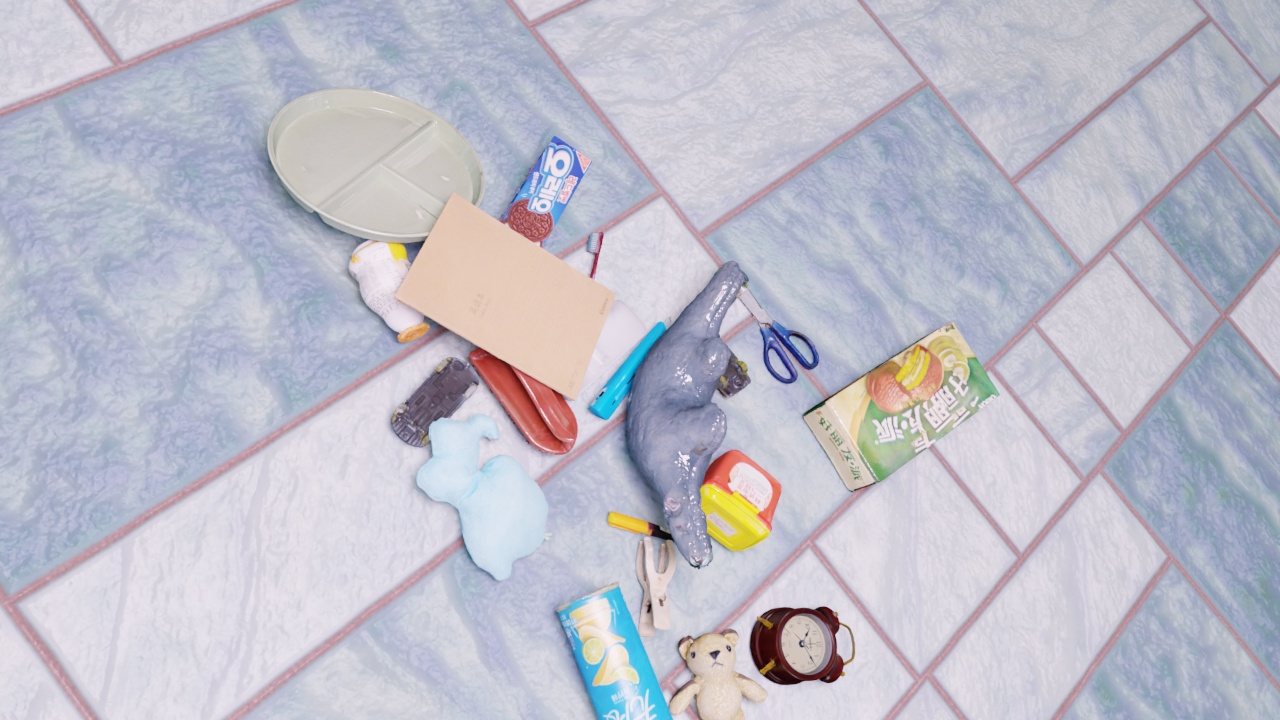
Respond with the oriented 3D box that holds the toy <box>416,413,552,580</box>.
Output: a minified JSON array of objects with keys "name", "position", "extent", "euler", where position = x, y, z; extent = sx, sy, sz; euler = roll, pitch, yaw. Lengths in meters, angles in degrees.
[{"name":"toy","position":[-0.153,0.137,0.932],"extent":[0.156,0.050,0.161],"euler":[20,63,-22]}]

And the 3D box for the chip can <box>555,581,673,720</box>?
[{"name":"chip can","position":[-0.013,0.329,0.902],"extent":[0.071,0.071,0.210],"euler":[-17,77,-25]}]

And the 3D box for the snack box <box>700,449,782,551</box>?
[{"name":"snack box","position":[0.105,0.151,1.010],"extent":[0.091,0.082,0.079],"euler":[39,52,-4]}]

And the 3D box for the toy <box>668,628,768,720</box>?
[{"name":"toy","position":[0.083,0.355,0.932],"extent":[0.105,0.066,0.157],"euler":[-9,66,-6]}]

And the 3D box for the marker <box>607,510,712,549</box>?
[{"name":"marker","position":[0.022,0.188,0.999],"extent":[0.123,0.018,0.015],"euler":[20,104,-14]}]

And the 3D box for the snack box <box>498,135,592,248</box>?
[{"name":"snack box","position":[-0.127,-0.162,1.050],"extent":[0.058,0.057,0.207],"euler":[31,63,-11]}]

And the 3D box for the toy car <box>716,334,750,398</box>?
[{"name":"toy car","position":[0.089,0.002,1.082],"extent":[0.042,0.035,0.090],"euler":[-33,79,-29]}]

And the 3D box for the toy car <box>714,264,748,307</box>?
[{"name":"toy car","position":[0.093,-0.077,1.114],"extent":[0.043,0.034,0.090],"euler":[39,77,-3]}]

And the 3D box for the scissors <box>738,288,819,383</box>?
[{"name":"scissors","position":[0.162,-0.053,1.144],"extent":[0.126,0.012,0.173],"euler":[-3,71,-20]}]

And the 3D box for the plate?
[{"name":"plate","position":[-0.282,-0.211,0.994],"extent":[0.230,0.028,0.229],"euler":[15,47,-17]}]

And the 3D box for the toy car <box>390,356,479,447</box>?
[{"name":"toy car","position":[-0.213,0.043,0.956],"extent":[0.049,0.031,0.105],"euler":[42,66,-6]}]

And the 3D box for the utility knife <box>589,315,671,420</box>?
[{"name":"utility knife","position":[-0.006,0.006,1.049],"extent":[0.018,0.034,0.160],"euler":[17,55,33]}]

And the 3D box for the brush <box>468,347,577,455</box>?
[{"name":"brush","position":[-0.117,0.037,0.973],"extent":[0.063,0.069,0.146],"euler":[-33,84,-26]}]

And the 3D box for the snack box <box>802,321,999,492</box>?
[{"name":"snack box","position":[0.325,0.054,1.135],"extent":[0.239,0.063,0.114],"euler":[-28,83,-27]}]

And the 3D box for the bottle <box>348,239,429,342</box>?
[{"name":"bottle","position":[-0.260,-0.073,0.964],"extent":[0.063,0.063,0.108],"euler":[-24,80,-26]}]

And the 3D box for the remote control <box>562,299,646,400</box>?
[{"name":"remote control","position":[-0.053,-0.013,1.043],"extent":[0.056,0.020,0.135],"euler":[46,62,0]}]

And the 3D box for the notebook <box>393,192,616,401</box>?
[{"name":"notebook","position":[-0.134,-0.067,0.962],"extent":[0.211,0.012,0.149],"euler":[31,53,-18]}]

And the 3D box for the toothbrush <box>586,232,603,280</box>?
[{"name":"toothbrush","position":[-0.065,-0.076,1.051],"extent":[0.017,0.016,0.187],"euler":[7,58,5]}]

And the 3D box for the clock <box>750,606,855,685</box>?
[{"name":"clock","position":[0.177,0.307,0.991],"extent":[0.121,0.055,0.082],"euler":[6,68,-20]}]

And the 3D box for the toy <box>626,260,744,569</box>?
[{"name":"toy","position":[0.046,0.054,0.989],"extent":[0.091,0.138,0.355],"euler":[35,50,-39]}]

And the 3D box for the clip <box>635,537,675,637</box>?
[{"name":"clip","position":[0.016,0.238,0.966],"extent":[0.034,0.070,0.099],"euler":[9,61,-19]}]
